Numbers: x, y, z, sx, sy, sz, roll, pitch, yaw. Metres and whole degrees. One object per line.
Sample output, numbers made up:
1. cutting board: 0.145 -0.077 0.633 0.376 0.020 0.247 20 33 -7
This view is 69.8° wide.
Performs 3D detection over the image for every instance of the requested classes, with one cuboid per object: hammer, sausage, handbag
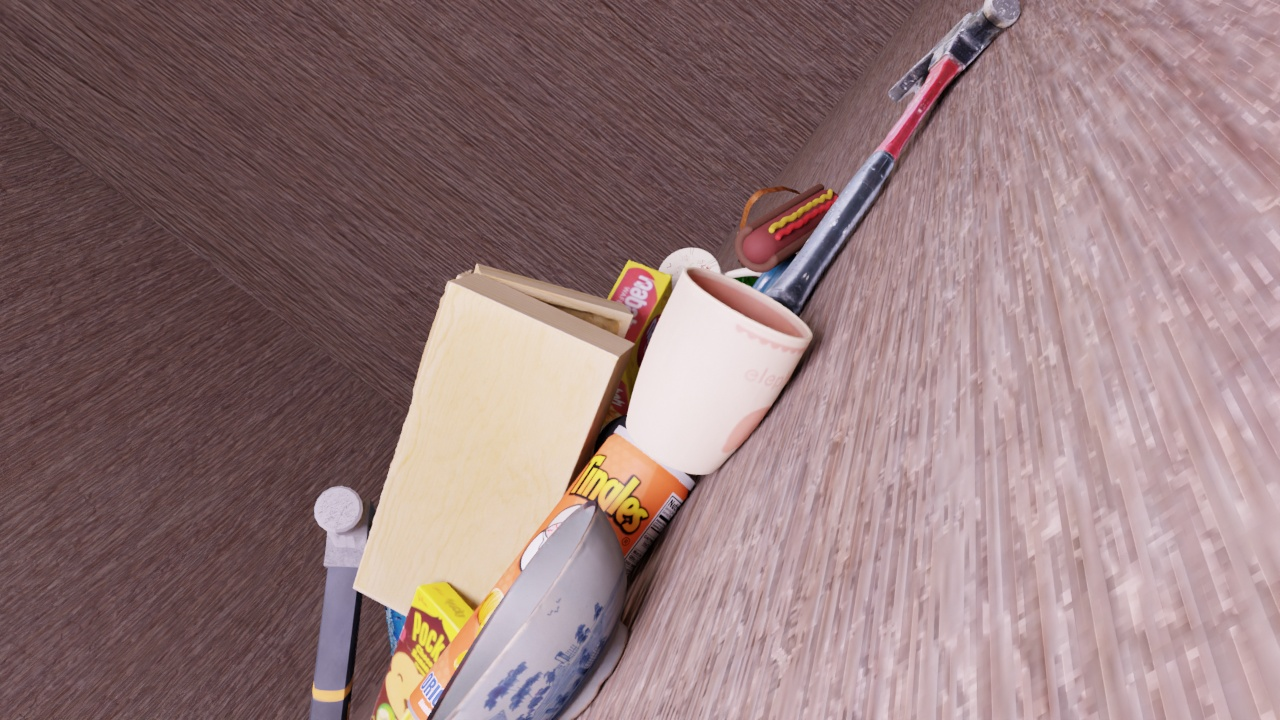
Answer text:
1. hammer: -0.237 0.262 0.699 0.139 0.035 0.312 117 156 -70
2. hammer: 0.192 -0.158 0.747 0.325 0.036 0.141 -53 5 -20
3. sausage: 0.129 -0.113 0.771 0.155 0.040 0.040 -34 -11 -47
4. handbag: 0.130 -0.128 0.879 0.093 0.043 0.195 -45 -14 6

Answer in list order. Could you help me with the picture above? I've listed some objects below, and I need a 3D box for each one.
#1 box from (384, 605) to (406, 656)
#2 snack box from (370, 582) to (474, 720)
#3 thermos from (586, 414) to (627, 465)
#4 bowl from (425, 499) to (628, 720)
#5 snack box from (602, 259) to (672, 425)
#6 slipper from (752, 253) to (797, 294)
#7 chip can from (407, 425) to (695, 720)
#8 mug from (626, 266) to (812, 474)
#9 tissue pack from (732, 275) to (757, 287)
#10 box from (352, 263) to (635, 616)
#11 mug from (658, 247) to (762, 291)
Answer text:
1. box: -0.206 0.224 0.828 0.090 0.066 0.244 -59 -25 -59
2. snack box: -0.150 0.232 0.629 0.025 0.061 0.149 6 -69 -49
3. thermos: -0.027 0.099 0.732 0.101 0.068 0.230 -64 7 -17
4. bowl: -0.048 0.148 0.469 0.151 0.057 0.150 -52 4 4
5. snack box: -0.005 0.005 0.821 0.092 0.042 0.201 -61 -16 -24
6. slipper: 0.060 -0.013 0.786 0.213 0.059 0.104 -50 5 0
7. chip can: -0.053 0.142 0.570 0.210 0.062 0.062 -52 3 -7
8. mug: 0.049 0.009 0.556 0.111 0.085 0.104 -2 -56 -56
9. tissue pack: 0.074 -0.059 0.995 0.114 0.034 0.099 -28 1 20
10. box: -0.106 0.067 0.668 0.148 0.141 0.249 -77 10 -73
11. mug: 0.074 -0.062 0.866 0.097 0.122 0.081 56 -152 -65
